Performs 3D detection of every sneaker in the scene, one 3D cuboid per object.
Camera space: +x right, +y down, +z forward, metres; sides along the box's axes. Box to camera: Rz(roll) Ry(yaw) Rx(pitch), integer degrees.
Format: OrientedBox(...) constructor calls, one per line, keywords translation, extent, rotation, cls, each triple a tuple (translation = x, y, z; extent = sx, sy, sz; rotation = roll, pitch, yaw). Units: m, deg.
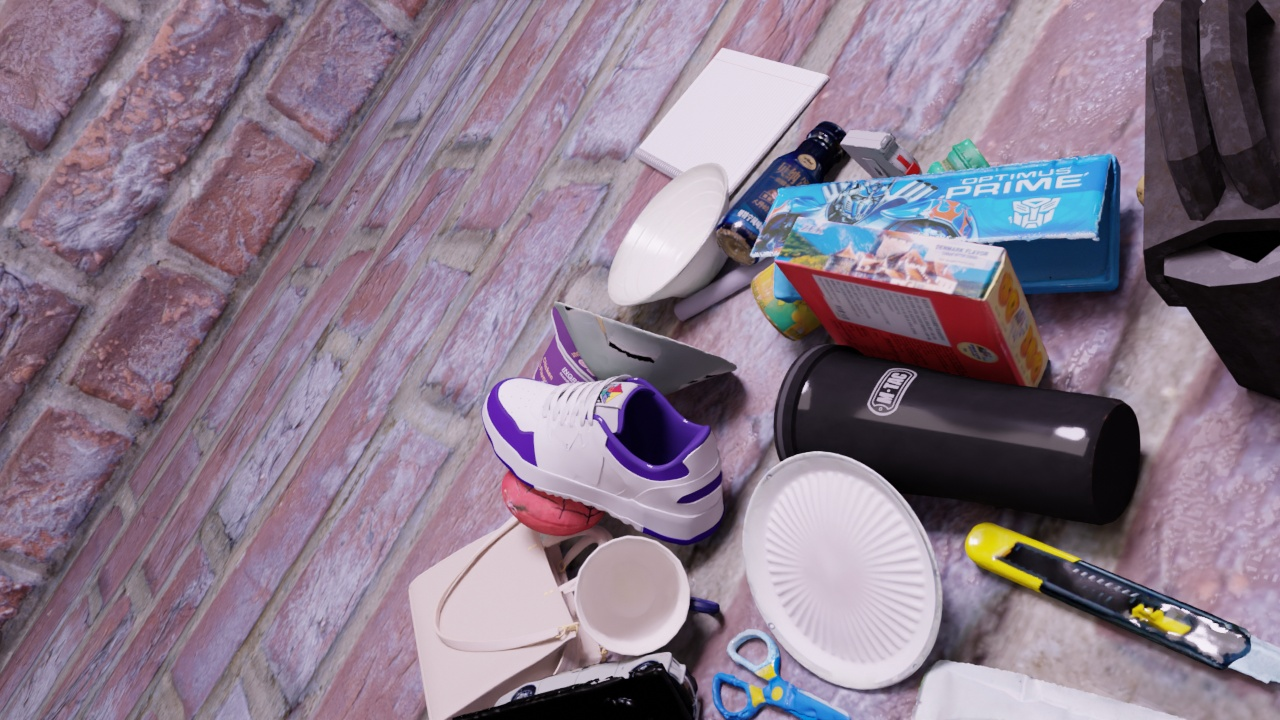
OrientedBox(translation=(-0.038, 0.056, 0.767), extent=(0.244, 0.111, 0.091), rotation=(23, 43, 24), cls="sneaker")

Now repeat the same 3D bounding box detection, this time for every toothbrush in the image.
OrientedBox(translation=(0.109, -0.087, 0.890), extent=(0.188, 0.018, 0.019), rotation=(-29, 32, 33), cls="toothbrush")

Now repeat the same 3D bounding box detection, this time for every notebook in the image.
OrientedBox(translation=(0.097, -0.284, 1.088), extent=(0.178, 0.013, 0.245), rotation=(-50, 34, 4), cls="notebook")

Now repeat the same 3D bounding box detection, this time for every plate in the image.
OrientedBox(translation=(0.130, 0.137, 0.605), extent=(0.157, 0.014, 0.157), rotation=(10, 103, 48), cls="plate")

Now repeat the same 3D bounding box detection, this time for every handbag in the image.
OrientedBox(translation=(0.317, -0.105, 0.487), extent=(0.103, 0.199, 0.196), rotation=(-13, 50, 45), cls="handbag")
OrientedBox(translation=(-0.101, 0.223, 0.824), extent=(0.198, 0.101, 0.194), rotation=(-38, 35, 3), cls="handbag")

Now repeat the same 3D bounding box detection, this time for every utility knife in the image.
OrientedBox(translation=(0.263, 0.132, 0.509), extent=(0.188, 0.020, 0.028), rotation=(19, 78, 54), cls="utility knife")

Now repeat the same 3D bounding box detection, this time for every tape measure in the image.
OrientedBox(translation=(0.212, -0.175, 0.804), extent=(0.020, 0.062, 0.060), rotation=(-54, 28, 0), cls="tape measure")

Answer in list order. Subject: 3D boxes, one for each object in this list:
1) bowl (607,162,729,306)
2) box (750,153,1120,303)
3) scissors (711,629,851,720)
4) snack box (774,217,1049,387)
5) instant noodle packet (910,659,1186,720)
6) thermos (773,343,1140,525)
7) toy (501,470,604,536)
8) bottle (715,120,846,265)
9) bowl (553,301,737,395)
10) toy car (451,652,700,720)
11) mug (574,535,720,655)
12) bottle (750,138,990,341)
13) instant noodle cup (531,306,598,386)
OrientedBox(translation=(0.045, -0.116, 0.952), extent=(0.177, 0.057, 0.176), rotation=(-40, 31, 29), cls="bowl")
OrientedBox(translation=(0.201, -0.095, 0.654), extent=(0.244, 0.085, 0.091), rotation=(0, 84, 34), cls="box")
OrientedBox(translation=(0.095, 0.234, 0.631), extent=(0.131, 0.022, 0.070), rotation=(18, 74, 52), cls="scissors")
OrientedBox(translation=(0.183, -0.033, 0.613), extent=(0.145, 0.142, 0.040), rotation=(17, 73, 40), cls="snack box")
OrientedBox(translation=(0.167, 0.288, 0.461), extent=(0.147, 0.057, 0.268), rotation=(0, 56, 50), cls="instant noodle packet")
OrientedBox(translation=(0.196, 0.048, 0.598), extent=(0.219, 0.106, 0.105), rotation=(7, 67, 48), cls="thermos")
OrientedBox(translation=(-0.064, 0.116, 0.840), extent=(0.092, 0.132, 0.062), rotation=(35, 126, 30), cls="toy")
OrientedBox(translation=(0.138, -0.161, 0.872), extent=(0.160, 0.056, 0.056), rotation=(-48, 32, -15), cls="bottle")
OrientedBox(translation=(-0.005, 0.005, 0.821), extent=(0.174, 0.174, 0.068), rotation=(21, 91, 56), cls="bowl")
OrientedBox(translation=(-0.041, 0.267, 0.694), extent=(0.192, 0.094, 0.071), rotation=(-22, 17, 23), cls="toy car")
OrientedBox(translation=(0.005, 0.185, 0.725), extent=(0.089, 0.112, 0.085), rotation=(102, 178, -79), cls="mug")
OrientedBox(translation=(0.191, -0.100, 0.756), extent=(0.210, 0.068, 0.068), rotation=(-37, 37, 24), cls="bottle")
OrientedBox(translation=(-0.072, 0.036, 0.922), extent=(0.122, 0.137, 0.121), rotation=(-51, -13, 23), cls="instant noodle cup")
